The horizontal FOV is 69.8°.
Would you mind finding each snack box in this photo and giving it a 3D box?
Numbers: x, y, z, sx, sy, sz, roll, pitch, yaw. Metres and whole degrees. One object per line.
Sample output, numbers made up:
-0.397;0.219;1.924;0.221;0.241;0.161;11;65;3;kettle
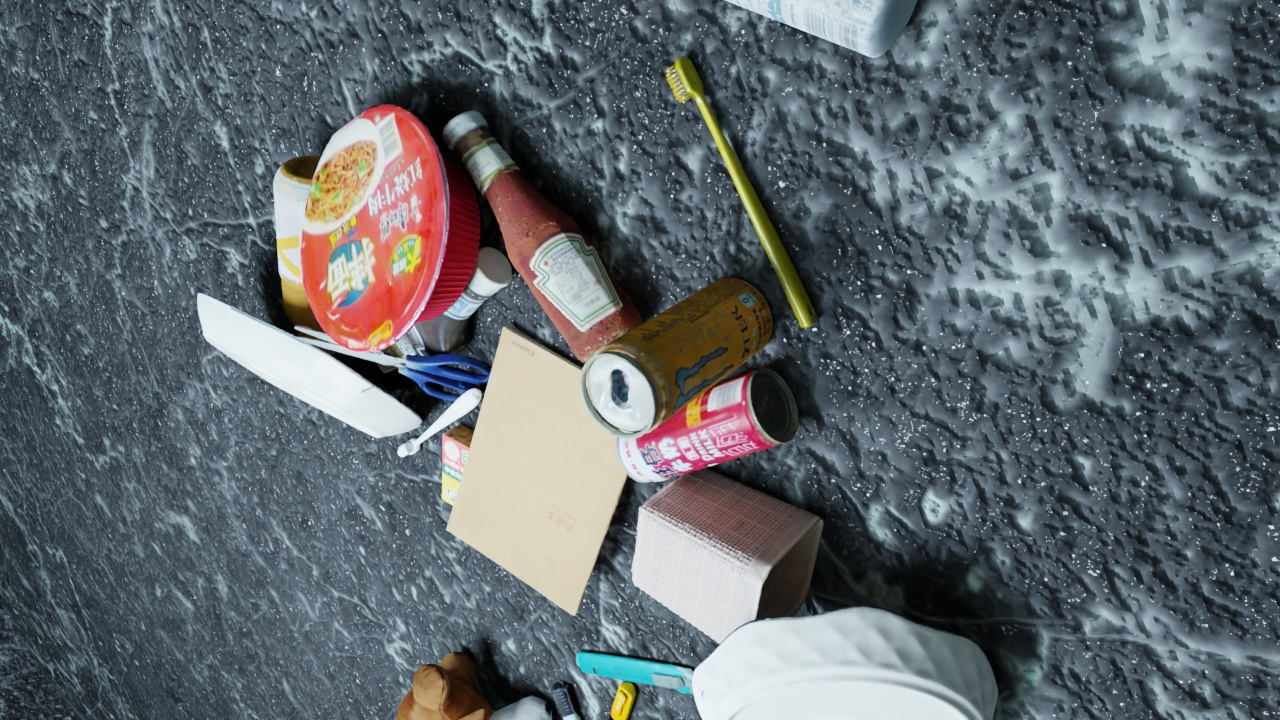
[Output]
-0.117;0.124;0.840;0.156;0.026;0.077;23;122;27;snack box

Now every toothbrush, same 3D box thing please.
0.066;-0.106;0.593;0.017;0.015;0.190;-22;98;47;toothbrush
-0.189;0.060;0.856;0.181;0.016;0.016;-33;86;49;toothbrush

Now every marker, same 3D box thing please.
-0.024;0.355;0.893;0.018;0.015;0.124;34;130;25;marker
-0.059;0.386;0.935;0.023;0.018;0.131;-16;102;32;marker

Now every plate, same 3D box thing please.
0.138;0.243;0.627;0.205;0.045;0.205;3;132;3;plate
-0.324;0.013;0.877;0.266;0.034;0.162;21;161;28;plate

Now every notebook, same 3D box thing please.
-0.083;0.095;0.781;0.149;0.012;0.212;29;114;22;notebook

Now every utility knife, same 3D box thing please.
-0.003;0.288;0.844;0.152;0.012;0.029;-6;105;39;utility knife

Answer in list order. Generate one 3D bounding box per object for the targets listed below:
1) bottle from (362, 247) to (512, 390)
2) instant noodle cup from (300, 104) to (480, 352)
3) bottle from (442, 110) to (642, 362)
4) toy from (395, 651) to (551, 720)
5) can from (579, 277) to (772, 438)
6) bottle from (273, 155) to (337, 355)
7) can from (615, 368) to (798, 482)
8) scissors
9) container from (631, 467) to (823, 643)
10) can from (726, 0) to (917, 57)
-0.179;-0.039;0.796;0.195;0.043;0.080;-30;94;42;bottle
-0.192;-0.101;0.730;0.194;0.065;0.194;-2;87;40;instant noodle cup
-0.077;-0.094;0.680;0.206;0.059;0.060;55;133;5;bottle
-0.152;0.391;0.955;0.199;0.140;0.130;42;89;11;toy
0.027;-0.005;0.584;0.058;0.145;0.058;17;121;31;can
-0.296;-0.090;0.843;0.068;0.067;0.190;29;128;23;bottle
0.044;0.050;0.659;0.133;0.053;0.053;-24;96;41;can
-0.213;0.005;0.791;0.173;0.012;0.125;3;149;-1;scissors
0.060;0.142;0.675;0.111;0.090;0.090;25;125;30;container
0.077;-0.217;0.499;0.147;0.058;0.058;31;127;22;can
